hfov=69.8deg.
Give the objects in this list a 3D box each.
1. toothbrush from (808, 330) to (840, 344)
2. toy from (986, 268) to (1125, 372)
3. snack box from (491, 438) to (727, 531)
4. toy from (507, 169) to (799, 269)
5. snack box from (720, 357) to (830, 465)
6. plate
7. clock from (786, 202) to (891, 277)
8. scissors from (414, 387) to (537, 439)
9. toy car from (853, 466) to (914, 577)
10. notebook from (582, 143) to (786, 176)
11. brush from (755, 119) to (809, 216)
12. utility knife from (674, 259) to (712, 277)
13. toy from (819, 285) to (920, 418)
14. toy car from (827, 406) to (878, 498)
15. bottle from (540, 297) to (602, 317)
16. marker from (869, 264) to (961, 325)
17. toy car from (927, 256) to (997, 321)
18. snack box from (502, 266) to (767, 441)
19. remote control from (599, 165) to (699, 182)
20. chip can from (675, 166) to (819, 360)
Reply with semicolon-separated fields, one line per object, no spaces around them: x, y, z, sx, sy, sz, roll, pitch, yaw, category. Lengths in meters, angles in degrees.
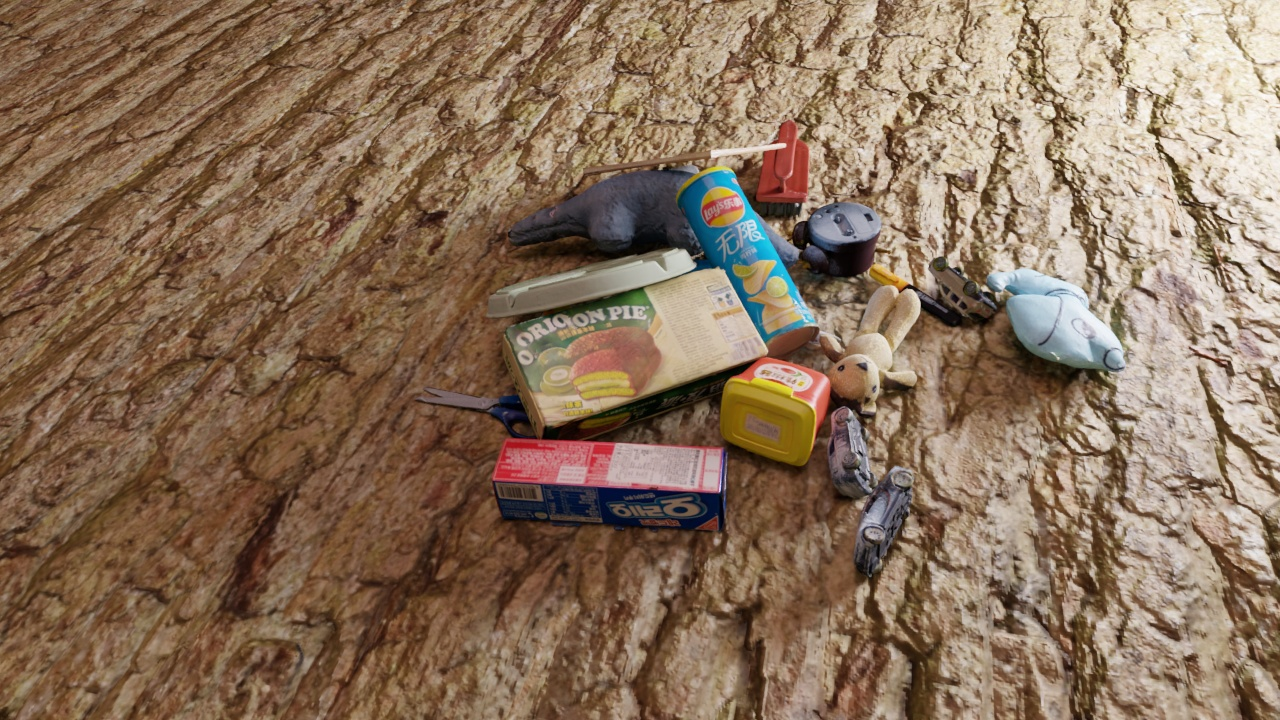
0.127;-0.042;1.002;0.188;0.016;0.017;14;37;22;toothbrush
0.421;-0.042;0.935;0.161;0.050;0.155;31;44;24;toy
-0.025;0.112;0.827;0.208;0.057;0.058;2;41;10;snack box
0.016;-0.170;1.100;0.357;0.091;0.137;5;53;14;toy
0.130;0.045;0.866;0.091;0.082;0.079;18;35;23;snack box
-0.054;-0.085;0.973;0.230;0.027;0.230;-13;9;2;plate
0.222;-0.137;1.062;0.122;0.055;0.082;-11;44;-3;clock
-0.150;0.039;0.954;0.126;0.012;0.173;-37;49;-26;scissors
0.203;0.135;0.776;0.031;0.049;0.105;17;47;28;toy car
0.053;-0.253;1.151;0.212;0.012;0.149;4;16;44;notebook
0.186;-0.249;1.175;0.063;0.069;0.145;4;44;10;brush
0.089;-0.106;1.073;0.161;0.018;0.034;3;30;9;utility knife
0.234;-0.014;0.919;0.105;0.066;0.156;29;59;11;toy
0.191;0.084;0.840;0.034;0.043;0.090;-27;40;29;toy car
-0.052;-0.040;0.986;0.108;0.063;0.063;-17;44;-11;bottle
0.301;-0.073;1.011;0.018;0.015;0.124;-33;50;-20;marker
0.344;-0.079;0.992;0.035;0.042;0.090;-49;44;19;toy car
-0.005;-0.005;0.904;0.239;0.063;0.114;-19;65;-18;snack box
0.014;-0.229;1.212;0.136;0.020;0.055;-10;44;-4;remote control
0.111;-0.103;0.973;0.071;0.071;0.210;-19;67;-13;chip can
